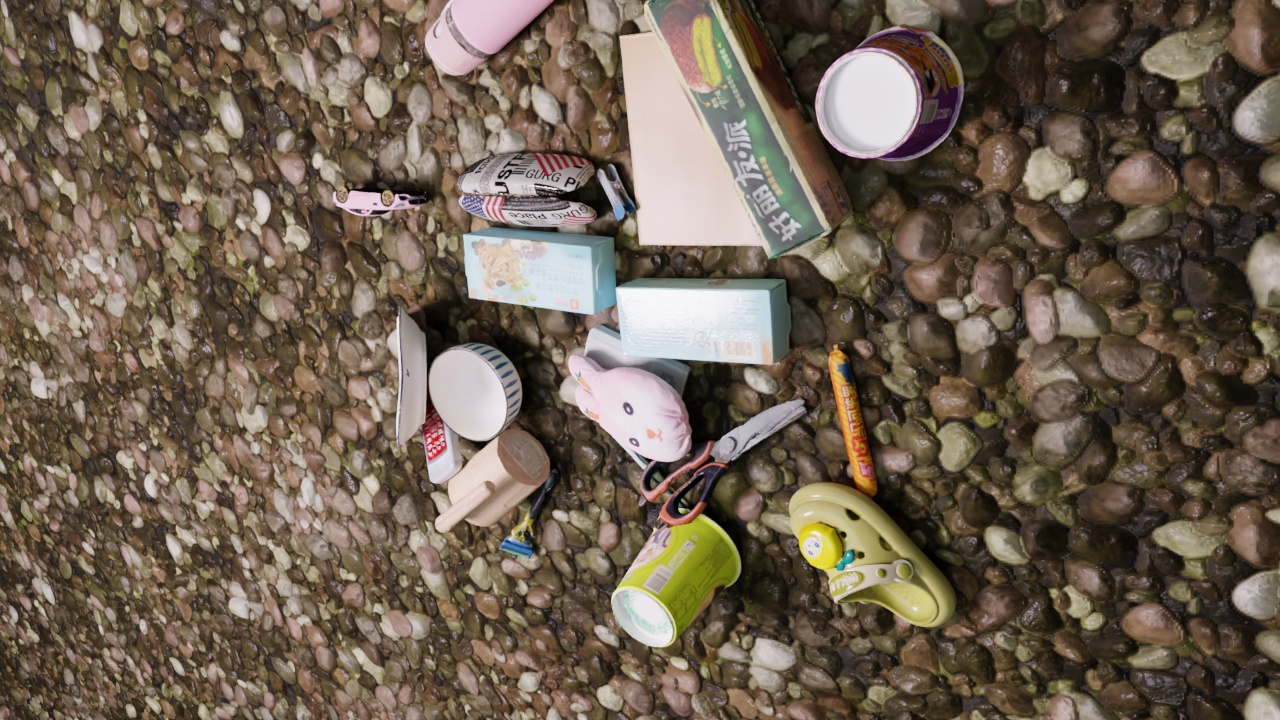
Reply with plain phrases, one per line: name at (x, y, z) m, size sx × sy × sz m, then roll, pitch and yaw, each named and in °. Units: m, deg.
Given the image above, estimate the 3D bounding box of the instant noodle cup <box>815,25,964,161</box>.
instant noodle cup at (0.198, -0.214, 0.752) m, size 0.112 × 0.099 × 0.112 m, roll 12°, pitch 114°, yaw 28°

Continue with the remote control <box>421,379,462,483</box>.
remote control at (-0.251, 0.083, 1.139) m, size 0.056 × 0.020 × 0.135 m, roll -34°, pitch 58°, yaw 35°

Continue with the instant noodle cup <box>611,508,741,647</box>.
instant noodle cup at (0.032, 0.242, 0.996) m, size 0.112 × 0.123 × 0.112 m, roll 19°, pitch 128°, yaw 26°

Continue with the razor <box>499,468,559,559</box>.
razor at (-0.133, 0.187, 1.146) m, size 0.042 × 0.022 × 0.143 m, roll 19°, pitch 118°, yaw -15°

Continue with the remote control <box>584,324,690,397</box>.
remote control at (-0.006, 0.006, 1.001) m, size 0.125 × 0.024 × 0.049 m, roll 25°, pitch 121°, yaw 20°

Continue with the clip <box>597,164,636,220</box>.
clip at (-0.025, -0.174, 0.945) m, size 0.058 × 0.038 × 0.026 m, roll 62°, pitch 159°, yaw 1°

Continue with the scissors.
scissors at (0.088, 0.111, 0.965) m, size 0.209 × 0.015 × 0.185 m, roll 5°, pitch 80°, yaw 40°

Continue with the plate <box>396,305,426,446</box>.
plate at (-0.277, 0.022, 1.106) m, size 0.164 × 0.034 × 0.163 m, roll 169°, pitch 101°, yaw -74°

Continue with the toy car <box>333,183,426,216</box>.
toy car at (-0.309, -0.189, 1.087) m, size 0.122 × 0.056 × 0.037 m, roll 8°, pitch 108°, yaw 28°

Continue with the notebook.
notebook at (0.054, -0.214, 0.891) m, size 0.148 × 0.008 × 0.208 m, roll 4°, pitch 110°, yaw 29°

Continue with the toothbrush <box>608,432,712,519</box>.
toothbrush at (0.015, 0.123, 1.038) m, size 0.191 × 0.016 × 0.018 m, roll 46°, pitch 114°, yaw 7°

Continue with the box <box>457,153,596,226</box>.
box at (-0.121, -0.171, 0.985) m, size 0.163 × 0.076 × 0.087 m, roll 7°, pitch 131°, yaw 25°

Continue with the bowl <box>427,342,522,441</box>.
bowl at (-0.187, 0.031, 1.092) m, size 0.117 × 0.066 × 0.116 m, roll 11°, pitch 114°, yaw 26°

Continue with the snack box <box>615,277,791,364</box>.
snack box at (0.062, -0.042, 0.925) m, size 0.175 × 0.051 × 0.074 m, roll 4°, pitch 108°, yaw 29°

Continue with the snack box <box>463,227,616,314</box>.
snack box at (-0.111, -0.100, 1.005) m, size 0.175 × 0.051 × 0.074 m, roll 9°, pitch 112°, yaw 28°

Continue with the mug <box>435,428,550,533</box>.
mug at (-0.179, 0.148, 1.098) m, size 0.104 × 0.124 × 0.084 m, roll -40°, pitch 89°, yaw 33°

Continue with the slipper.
slipper at (0.221, 0.201, 0.900) m, size 0.190 × 0.081 × 0.092 m, roll 41°, pitch 138°, yaw 7°

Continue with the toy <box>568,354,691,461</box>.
toy at (-0.015, 0.050, 0.985) m, size 0.160 × 0.054 × 0.121 m, roll 22°, pitch 140°, yaw 33°

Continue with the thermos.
thermos at (-0.137, -0.369, 0.917) m, size 0.199 × 0.067 × 0.087 m, roll -27°, pitch 62°, yaw 37°

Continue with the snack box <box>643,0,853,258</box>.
snack box at (0.099, -0.214, 0.792) m, size 0.063 × 0.114 × 0.240 m, roll -25°, pitch 98°, yaw 28°

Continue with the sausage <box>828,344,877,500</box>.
sausage at (0.208, 0.063, 0.897) m, size 0.021 × 0.021 × 0.165 m, roll -8°, pitch 104°, yaw 32°
